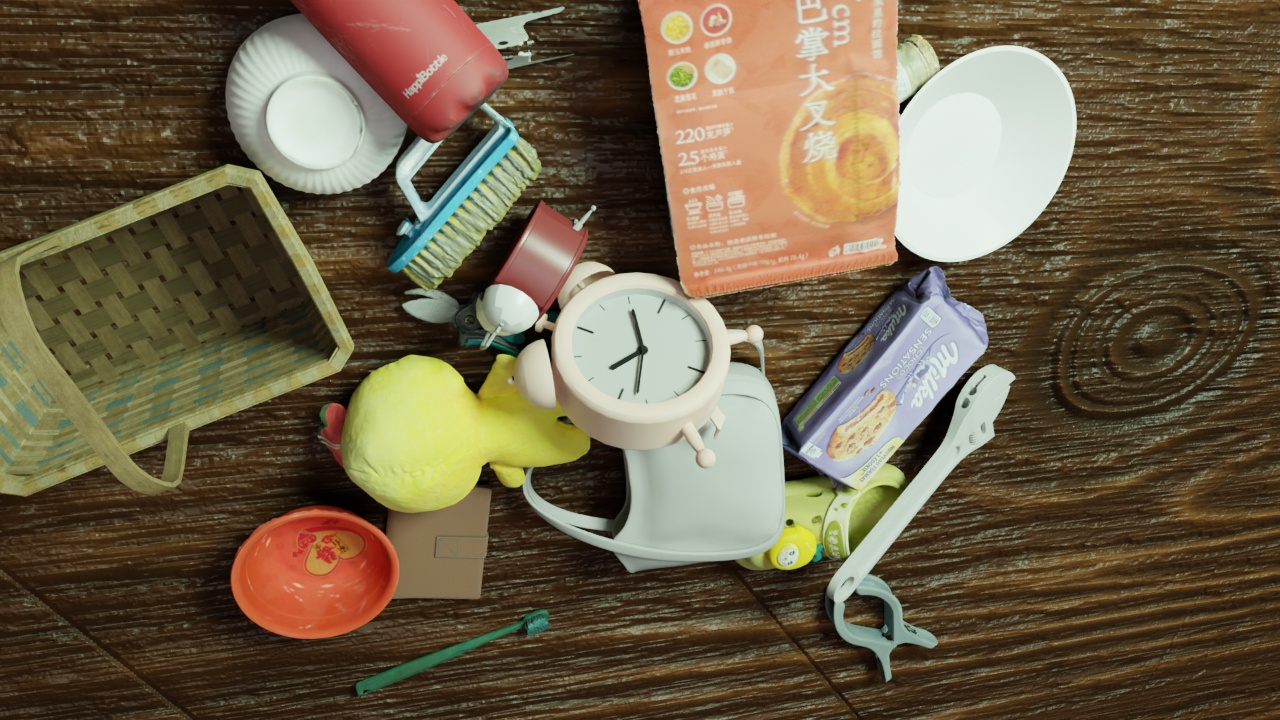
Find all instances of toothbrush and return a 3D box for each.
[{"bbox_3d":[-0.175,0.277,0.863,0.189,0.017,0.016,-20,120,-5],"label":"toothbrush"}]

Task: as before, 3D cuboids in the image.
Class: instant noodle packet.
[{"bbox_3d":[0.092,-0.161,0.628,0.164,0.083,0.221,-9,134,3],"label":"instant noodle packet"}]

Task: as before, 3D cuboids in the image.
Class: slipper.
[{"bbox_3d":[0.178,0.160,0.869,0.190,0.081,0.092,-15,122,-11],"label":"slipper"}]

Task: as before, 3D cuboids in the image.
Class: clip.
[{"bbox_3d":[0.266,0.274,0.982,0.106,0.027,0.163,-35,122,6],"label":"clip"},{"bbox_3d":[-0.093,-0.209,0.620,0.102,0.054,0.058,-15,156,-8],"label":"clip"}]

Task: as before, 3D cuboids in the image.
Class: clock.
[{"bbox_3d":[-0.082,-0.061,0.666,0.044,0.087,0.124,31,82,-13],"label":"clock"},{"bbox_3d":[-0.004,0.004,0.693,0.160,0.130,0.086,24,148,2],"label":"clock"}]

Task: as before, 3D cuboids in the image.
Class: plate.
[{"bbox_3d":[0.265,-0.168,0.743,0.173,0.036,0.174,-8,121,-14],"label":"plate"}]

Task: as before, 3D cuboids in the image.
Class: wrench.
[{"bbox_3d":[0.261,0.113,0.853,0.273,0.018,0.087,-46,138,-12],"label":"wrench"}]

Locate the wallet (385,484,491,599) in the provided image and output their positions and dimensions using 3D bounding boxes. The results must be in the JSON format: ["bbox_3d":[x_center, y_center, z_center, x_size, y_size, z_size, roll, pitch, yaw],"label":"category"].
[{"bbox_3d":[-0.178,0.159,0.803,0.087,0.013,0.121,4,116,-13],"label":"wallet"}]

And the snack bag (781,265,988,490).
[{"bbox_3d":[0.215,0.018,0.818,0.096,0.058,0.205,33,101,-31],"label":"snack bag"}]

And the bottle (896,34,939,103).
[{"bbox_3d":[0.171,-0.203,0.698,0.111,0.043,0.043,-32,121,1],"label":"bottle"}]

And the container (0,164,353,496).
[{"bbox_3d":[-0.323,-0.014,0.570,0.250,0.186,0.158,-22,120,-4],"label":"container"}]

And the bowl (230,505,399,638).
[{"bbox_3d":[-0.268,0.167,0.762,0.130,0.045,0.131,-7,118,-13],"label":"bowl"}]

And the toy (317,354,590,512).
[{"bbox_3d":[-0.144,0.058,0.715,0.207,0.092,0.134,-10,117,-14],"label":"toy"}]

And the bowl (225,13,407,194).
[{"bbox_3d":[-0.211,-0.160,0.598,0.118,0.062,0.118,-7,118,-13],"label":"bowl"}]

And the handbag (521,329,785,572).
[{"bbox_3d":[0.008,0.080,0.788,0.222,0.095,0.216,-6,108,-2],"label":"handbag"}]

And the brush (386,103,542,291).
[{"bbox_3d":[-0.138,-0.117,0.646,0.075,0.055,0.136,38,102,-26],"label":"brush"}]

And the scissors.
[{"bbox_3d":[-0.109,-0.024,0.725,0.131,0.019,0.150,-25,122,-3],"label":"scissors"}]

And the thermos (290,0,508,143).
[{"bbox_3d":[-0.184,-0.240,0.544,0.073,0.073,0.240,-42,105,7],"label":"thermos"}]
